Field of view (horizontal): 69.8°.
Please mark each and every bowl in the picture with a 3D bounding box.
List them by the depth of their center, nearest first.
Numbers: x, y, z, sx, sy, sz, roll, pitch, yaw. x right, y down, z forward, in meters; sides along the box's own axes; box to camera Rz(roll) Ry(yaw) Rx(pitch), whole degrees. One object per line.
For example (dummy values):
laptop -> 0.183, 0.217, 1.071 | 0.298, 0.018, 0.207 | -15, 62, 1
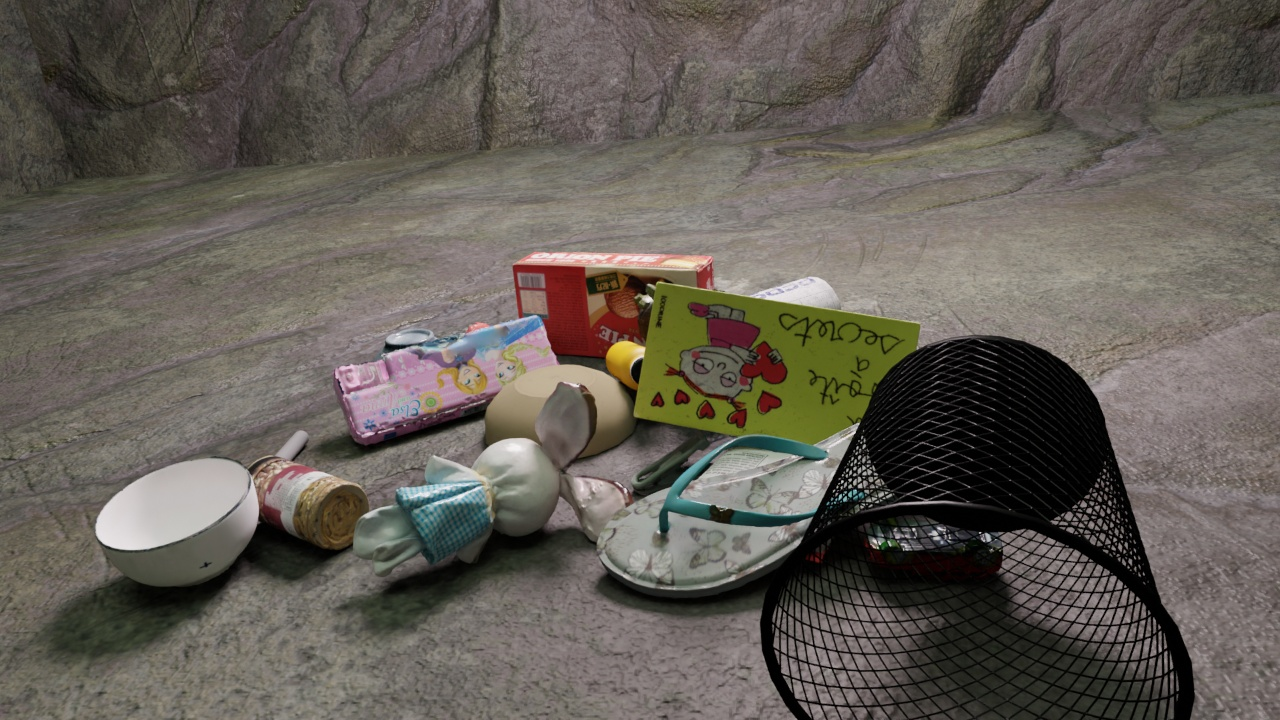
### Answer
bowl -> -0.352, 0.132, 0.712 | 0.113, 0.063, 0.113 | -5, 29, 3
bowl -> -0.081, 0.042, 0.903 | 0.152, 0.050, 0.152 | -4, 21, 2
bowl -> -0.259, -0.001, 1.046 | 0.137, 0.057, 0.137 | -4, 21, 2

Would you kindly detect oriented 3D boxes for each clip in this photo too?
clip -> 0.027, 0.093, 0.782 | 0.076, 0.059, 0.023 | -23, 22, -7

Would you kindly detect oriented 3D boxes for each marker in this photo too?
marker -> -0.344, 0.102, 0.860 | 0.016, 0.016, 0.140 | -3, 21, 4

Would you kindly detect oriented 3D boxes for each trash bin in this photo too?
trash bin -> 0.182, 0.095, 0.502 | 0.184, 0.184, 0.209 | 4, 28, 21

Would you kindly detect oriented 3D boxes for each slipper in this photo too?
slipper -> 0.097, 0.095, 0.657 | 0.268, 0.055, 0.098 | -19, 43, -6

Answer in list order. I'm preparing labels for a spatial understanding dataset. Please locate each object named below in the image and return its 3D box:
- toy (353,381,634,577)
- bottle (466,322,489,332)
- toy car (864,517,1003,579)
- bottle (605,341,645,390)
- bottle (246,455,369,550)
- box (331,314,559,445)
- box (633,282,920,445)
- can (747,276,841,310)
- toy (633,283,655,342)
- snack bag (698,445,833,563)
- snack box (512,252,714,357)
toy -> -0.120, 0.114, 0.714 | 0.205, 0.131, 0.106 | -22, -5, -19
bottle -> -0.165, -0.013, 1.076 | 0.044, 0.044, 0.109 | -20, 27, -34
toy car -> 0.202, 0.129, 0.636 | 0.091, 0.036, 0.042 | 3, 24, 8
bottle -> -0.006, 0.005, 0.940 | 0.043, 0.043, 0.144 | -8, 6, -9
bottle -> -0.278, 0.116, 0.755 | 0.105, 0.056, 0.056 | 11, 26, 34
box -> -0.195, 0.015, 0.955 | 0.229, 0.053, 0.084 | -17, 64, -28
box -> 0.116, 0.011, 0.781 | 0.221, 0.124, 0.080 | 12, 0, 14
can -> 0.154, -0.042, 1.027 | 0.135, 0.078, 0.078 | -18, 25, -30
toy -> 0.053, -0.021, 0.944 | 0.078, 0.179, 0.153 | -50, 20, 1
snack bag -> 0.107, 0.102, 0.725 | 0.131, 0.039, 0.143 | 10, 27, 30
snack box -> -0.030, -0.064, 1.078 | 0.237, 0.113, 0.060 | 4, 23, 23
